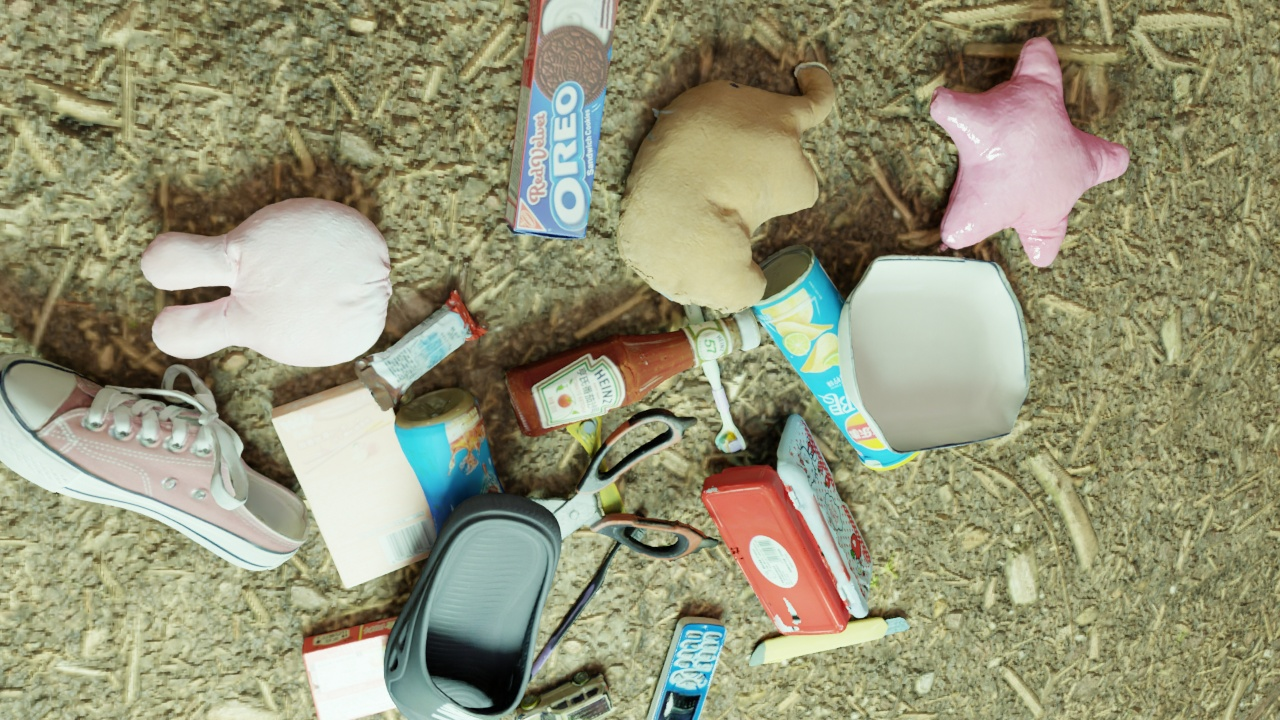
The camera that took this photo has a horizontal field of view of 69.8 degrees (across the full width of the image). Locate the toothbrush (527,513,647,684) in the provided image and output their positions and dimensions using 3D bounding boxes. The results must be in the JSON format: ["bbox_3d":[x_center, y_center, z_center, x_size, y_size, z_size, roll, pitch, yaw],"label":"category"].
[{"bbox_3d":[-0.049,0.215,0.820,0.016,0.014,0.189,31,96,-37],"label":"toothbrush"}]

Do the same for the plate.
[{"bbox_3d":[0.252,-0.007,0.787,0.265,0.034,0.162,-4,88,-39],"label":"plate"}]

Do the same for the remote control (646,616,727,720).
[{"bbox_3d":[0.043,0.301,0.873,0.049,0.024,0.125,11,103,-22],"label":"remote control"}]

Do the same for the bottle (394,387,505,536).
[{"bbox_3d":[-0.131,0.130,0.724,0.065,0.065,0.219,-19,114,-12],"label":"bottle"}]

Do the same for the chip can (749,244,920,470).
[{"bbox_3d":[0.170,0.001,0.790,0.071,0.071,0.210,-42,115,-2],"label":"chip can"}]

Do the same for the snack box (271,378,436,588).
[{"bbox_3d":[-0.217,0.095,0.714,0.084,0.026,0.157,-19,113,-12],"label":"snack box"}]

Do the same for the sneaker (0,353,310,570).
[{"bbox_3d":[-0.320,0.059,0.626,0.088,0.118,0.241,-40,123,17],"label":"sneaker"}]

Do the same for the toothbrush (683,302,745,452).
[{"bbox_3d":[0.055,-0.005,0.778,0.020,0.029,0.190,-45,124,-49],"label":"toothbrush"}]

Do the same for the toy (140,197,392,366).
[{"bbox_3d":[-0.254,-0.051,0.637,0.159,0.054,0.121,-5,107,-21],"label":"toy"}]

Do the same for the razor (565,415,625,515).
[{"bbox_3d":[-0.034,0.095,0.779,0.043,0.028,0.133,-22,115,-15],"label":"razor"}]

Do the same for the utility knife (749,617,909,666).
[{"bbox_3d":[0.192,0.280,0.919,0.178,0.019,0.031,-4,113,-11],"label":"utility knife"}]

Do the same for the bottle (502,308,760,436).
[{"bbox_3d":[-0.004,0.004,0.731,0.206,0.059,0.060,-18,112,-8],"label":"bottle"}]

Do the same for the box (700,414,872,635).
[{"bbox_3d":[0.140,0.155,0.850,0.095,0.100,0.201,-13,120,30],"label":"box"}]

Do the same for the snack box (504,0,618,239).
[{"bbox_3d":[-0.057,-0.192,0.656,0.057,0.058,0.208,5,106,-17],"label":"snack box"}]

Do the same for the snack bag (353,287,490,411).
[{"bbox_3d":[-0.162,-0.009,0.687,0.105,0.026,0.045,-41,120,-20],"label":"snack bag"}]

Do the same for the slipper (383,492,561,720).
[{"bbox_3d":[-0.132,0.216,0.690,0.110,0.083,0.269,15,123,-12],"label":"slipper"}]

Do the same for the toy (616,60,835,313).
[{"bbox_3d":[0.069,-0.150,0.704,0.143,0.082,0.226,30,87,-18],"label":"toy"}]

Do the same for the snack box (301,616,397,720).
[{"bbox_3d":[-0.199,0.253,0.774,0.152,0.025,0.075,-10,110,-15],"label":"snack box"}]

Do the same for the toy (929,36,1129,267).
[{"bbox_3d":[0.313,-0.168,0.781,0.194,0.074,0.178,40,94,-22],"label":"toy"}]

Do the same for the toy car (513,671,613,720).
[{"bbox_3d":[-0.070,0.319,0.836,0.090,0.035,0.042,-20,112,-9],"label":"toy car"}]

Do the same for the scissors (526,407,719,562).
[{"bbox_3d":[-0.036,0.118,0.763,0.225,0.015,0.189,9,115,-8],"label":"scissors"}]
